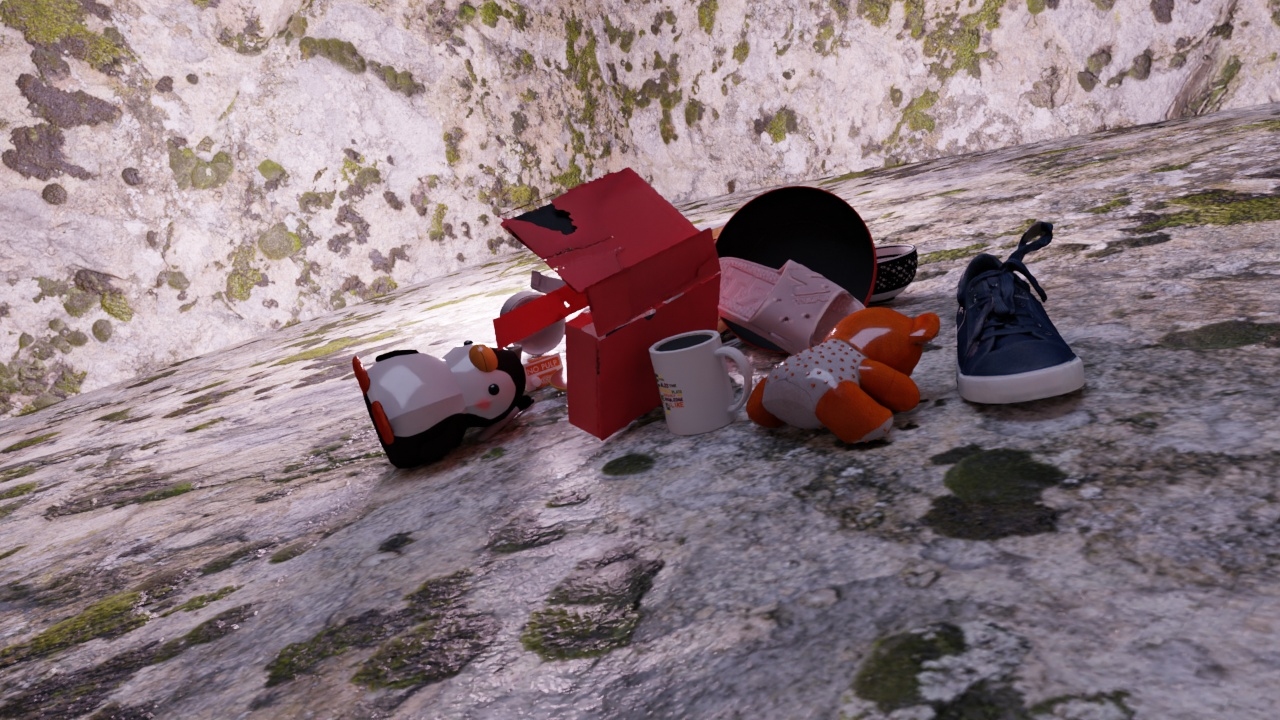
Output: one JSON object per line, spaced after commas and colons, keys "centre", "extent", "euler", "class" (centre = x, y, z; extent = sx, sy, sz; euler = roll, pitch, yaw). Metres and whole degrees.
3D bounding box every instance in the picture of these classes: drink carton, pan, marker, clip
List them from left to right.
{"centre": [-0.166, 0.071, 1.141], "extent": [0.022, 0.016, 0.138], "euler": [-3, 18, 20], "class": "marker"}
{"centre": [-0.158, 0.010, 1.325], "extent": [0.058, 0.040, 0.123], "euler": [-20, 15, -23], "class": "drink carton"}
{"centre": [-0.110, -0.104, 1.286], "extent": [0.159, 0.030, 0.174], "euler": [7, -5, -1], "class": "clip"}
{"centre": [0.123, -0.085, 1.162], "extent": [0.357, 0.208, 0.067], "euler": [-21, -16, 20], "class": "pan"}

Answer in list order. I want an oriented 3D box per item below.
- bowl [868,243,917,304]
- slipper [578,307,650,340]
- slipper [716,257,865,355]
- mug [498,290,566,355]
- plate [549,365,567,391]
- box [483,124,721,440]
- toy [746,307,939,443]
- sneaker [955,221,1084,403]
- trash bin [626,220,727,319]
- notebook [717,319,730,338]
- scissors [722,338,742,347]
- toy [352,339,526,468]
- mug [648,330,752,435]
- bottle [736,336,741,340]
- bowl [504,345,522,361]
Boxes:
{"centre": [0.328, -0.115, 1.278], "extent": [0.120, 0.066, 0.120], "euler": [-13, 14, 3], "class": "bowl"}
{"centre": [-0.034, -0.056, 1.318], "extent": [0.107, 0.055, 0.221], "euler": [-21, -10, 9], "class": "slipper"}
{"centre": [0.161, -0.070, 1.057], "extent": [0.239, 0.064, 0.094], "euler": [27, 75, 34], "class": "slipper"}
{"centre": [-0.141, -0.053, 1.322], "extent": [0.121, 0.085, 0.094], "euler": [11, 6, -19], "class": "mug"}
{"centre": [-0.007, 0.007, 1.222], "extent": [0.230, 0.021, 0.229], "euler": [-13, 13, 3], "class": "plate"}
{"centre": [-0.013, -0.094, 1.001], "extent": [0.121, 0.318, 0.210], "euler": [-3, 21, 46], "class": "box"}
{"centre": [0.199, 0.013, 0.870], "extent": [0.172, 0.093, 0.164], "euler": [-36, 19, -26], "class": "toy"}
{"centre": [0.350, -0.049, 0.873], "extent": [0.121, 0.127, 0.293], "euler": [-11, 16, 16], "class": "sneaker"}
{"centre": [0.042, -0.129, 1.465], "extent": [0.142, 0.142, 0.247], "euler": [-23, 16, -34], "class": "trash bin"}
{"centre": [0.196, -0.103, 1.311], "extent": [0.168, 0.024, 0.224], "euler": [-39, -5, 40], "class": "notebook"}
{"centre": [0.178, -0.046, 1.255], "extent": [0.123, 0.019, 0.148], "euler": [-4, 22, 23], "class": "scissors"}
{"centre": [-0.225, 0.047, 1.083], "extent": [0.183, 0.140, 0.159], "euler": [-20, 53, -20], "class": "toy"}
{"centre": [0.067, 0.021, 0.944], "extent": [0.105, 0.089, 0.073], "euler": [-4, 17, 36], "class": "mug"}
{"centre": [0.205, -0.058, 1.190], "extent": [0.166, 0.060, 0.059], "euler": [-12, 14, 13], "class": "bottle"}
{"centre": [-0.238, 0.034, 1.220], "extent": [0.178, 0.081, 0.178], "euler": [-13, 5, 1], "class": "bowl"}
